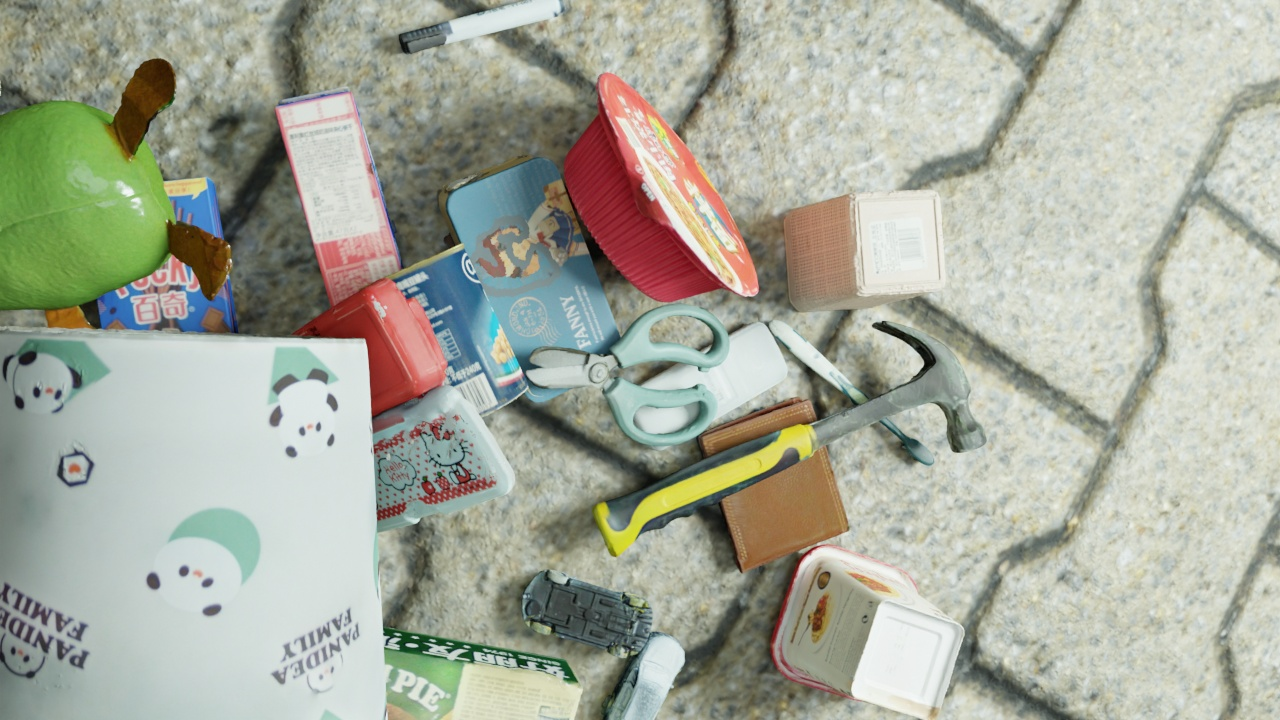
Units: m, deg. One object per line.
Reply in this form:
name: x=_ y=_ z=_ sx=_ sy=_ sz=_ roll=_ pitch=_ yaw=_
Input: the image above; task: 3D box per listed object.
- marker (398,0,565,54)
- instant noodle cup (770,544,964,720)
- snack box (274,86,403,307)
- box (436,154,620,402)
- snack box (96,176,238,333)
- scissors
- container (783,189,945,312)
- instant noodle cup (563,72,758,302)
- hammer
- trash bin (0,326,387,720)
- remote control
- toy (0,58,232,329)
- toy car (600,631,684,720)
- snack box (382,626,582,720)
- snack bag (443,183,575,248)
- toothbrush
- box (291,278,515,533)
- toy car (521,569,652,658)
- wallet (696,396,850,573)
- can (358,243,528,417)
marker: x=-0.121 y=-0.259 z=0.708 sx=0.130 sy=0.018 sz=0.022 roll=-19 pitch=51 yaw=-12
instant noodle cup: x=0.182 y=0.219 z=0.728 sx=0.116 sy=0.124 sz=0.116 roll=21 pitch=85 yaw=-13
snack box: x=-0.207 y=-0.087 z=0.669 sx=0.058 sy=0.057 sz=0.207 roll=-15 pitch=94 yaw=-11
box: x=-0.079 y=-0.056 z=0.683 sx=0.089 sy=0.059 sz=0.184 roll=-27 pitch=109 yaw=-12
snack box: x=-0.338 y=-0.048 z=0.652 sx=0.084 sy=0.026 sz=0.157 roll=-9 pitch=92 yaw=-11
scissors: x=-0.006 y=-0.004 z=0.684 sx=0.179 sy=0.019 sz=0.139 roll=16 pitch=98 yaw=-31
container: x=0.179 y=-0.088 z=0.734 sx=0.090 sy=0.111 sz=0.090 roll=-4 pitch=91 yaw=-13
instant noodle cup: x=0.007 y=-0.113 z=0.675 sx=0.066 sy=0.193 sz=0.194 roll=-32 pitch=98 yaw=19
hammer: x=0.115 y=0.067 z=0.730 sx=0.323 sy=0.032 sz=0.126 roll=-22 pitch=92 yaw=-9
trash bin: x=-0.245 y=0.110 z=0.494 sx=0.229 sy=0.230 sz=0.252 roll=2 pitch=91 yaw=-14
remote control: x=0.054 y=0.020 z=0.750 sx=0.136 sy=0.020 sz=0.056 roll=-29 pitch=96 yaw=-11
toy: x=-0.379 y=-0.095 z=0.585 sx=0.247 sy=0.089 sz=0.227 roll=-9 pitch=106 yaw=10
toy car: x=0.003 y=0.262 z=0.733 sx=0.043 sy=0.034 sz=0.090 roll=30 pitch=82 yaw=-8
snack box: x=-0.173 y=0.264 z=0.674 sx=0.240 sy=0.063 sz=0.114 roll=14 pitch=86 yaw=-13
snack bag: x=-0.099 y=-0.108 z=0.711 sx=0.105 sy=0.026 sz=0.045 roll=-39 pitch=104 yaw=-8
toothbrush: x=0.180 y=0.028 z=0.785 sx=0.191 sy=0.018 sz=0.016 roll=40 pitch=81 yaw=-8
box: x=-0.182 y=0.042 z=0.615 sx=0.037 sy=0.202 sz=0.158 roll=-34 pitch=99 yaw=-46
toy car: x=-0.043 y=0.197 z=0.721 sx=0.105 sy=0.031 sz=0.049 roll=19 pitch=81 yaw=-8
wallet: x=0.109 y=0.102 z=0.760 sx=0.101 sy=0.032 sz=0.124 roll=-19 pitch=93 yaw=-10
can: x=-0.131 y=-0.014 z=0.623 sx=0.075 sy=0.075 sz=0.111 roll=-26 pitch=102 yaw=-12
